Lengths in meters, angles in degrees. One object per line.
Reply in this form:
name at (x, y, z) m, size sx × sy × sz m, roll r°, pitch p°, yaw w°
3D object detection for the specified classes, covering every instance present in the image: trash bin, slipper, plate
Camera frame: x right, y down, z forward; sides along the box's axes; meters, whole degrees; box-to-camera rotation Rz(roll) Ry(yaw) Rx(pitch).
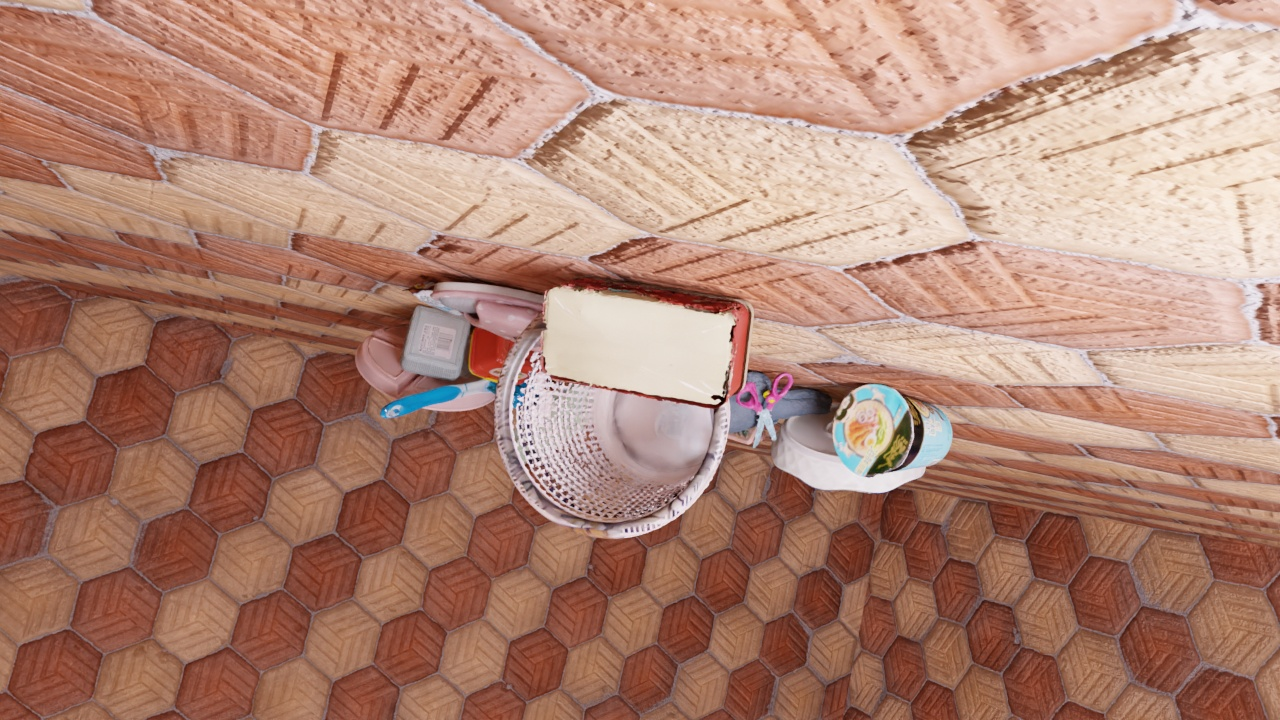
trash bin at (-0.002, 0.052, 0.913) m, size 0.228 × 0.227 × 0.192 m, roll 10°, pitch 180°, yaw 19°
slipper at (-0.096, -0.034, 1.010) m, size 0.274 × 0.054 × 0.114 m, roll 13°, pitch 173°, yaw -20°
plate at (-0.111, 0.075, 1.420) m, size 0.027 × 0.230 × 0.230 m, roll 49°, pitch -176°, yaw 15°
plate at (-0.323, 0.004, 1.424) m, size 0.229 × 0.028 × 0.229 m, roll 16°, pitch -154°, yaw -8°
plate at (0.281, 0.112, 1.241) m, size 0.205 × 0.046 × 0.204 m, roll -2°, pitch -158°, yaw 1°

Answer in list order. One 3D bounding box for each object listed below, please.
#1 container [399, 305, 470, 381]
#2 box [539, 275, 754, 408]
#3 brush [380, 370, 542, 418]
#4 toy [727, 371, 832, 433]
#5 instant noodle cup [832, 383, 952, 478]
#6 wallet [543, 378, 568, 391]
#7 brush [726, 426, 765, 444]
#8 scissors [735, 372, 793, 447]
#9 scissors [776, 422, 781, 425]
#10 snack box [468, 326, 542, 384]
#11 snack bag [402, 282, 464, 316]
container at (-0.293, -0.026, 1.313) m, size 0.090 × 0.090 × 0.112 m, roll 14°, pitch 170°, yaw -12°
box at (0.002, -0.018, 0.766) m, size 0.168 × 0.091 × 0.076 m, roll 10°, pitch -165°, yaw 18°
brush at (-0.220, 0.043, 1.341) m, size 0.109 × 0.061 × 0.313 m, roll 28°, pitch -145°, yaw 29°
toy at (0.084, 0.046, 1.195) m, size 0.355 × 0.091 × 0.138 m, roll 11°, pitch 157°, yaw -33°
instant noodle cup at (0.312, 0.086, 1.110) m, size 0.120 × 0.111 × 0.111 m, roll 6°, pitch 179°, yaw -42°
wallet at (-0.091, 0.011, 1.263) m, size 0.107 × 0.031 × 0.132 m, roll -30°, pitch -175°, yaw -16°
brush at (0.111, 0.080, 1.335) m, size 0.146 × 0.063 × 0.073 m, roll 13°, pitch 151°, yaw 37°
scissors at (0.151, 0.070, 1.178) m, size 0.093 × 0.138 × 0.017 m, roll -8°, pitch -136°, yaw -20°
scissors at (0.140, 0.057, 1.367) m, size 0.162 × 0.012 × 0.176 m, roll 22°, pitch 164°, yaw 23°
snack box at (-0.183, -0.013, 1.281) m, size 0.091 × 0.082 × 0.080 m, roll 16°, pitch 159°, yaw -38°
snack bag at (-0.229, -0.072, 1.065) m, size 0.048 × 0.026 × 0.104 m, roll 3°, pitch 170°, yaw 21°
